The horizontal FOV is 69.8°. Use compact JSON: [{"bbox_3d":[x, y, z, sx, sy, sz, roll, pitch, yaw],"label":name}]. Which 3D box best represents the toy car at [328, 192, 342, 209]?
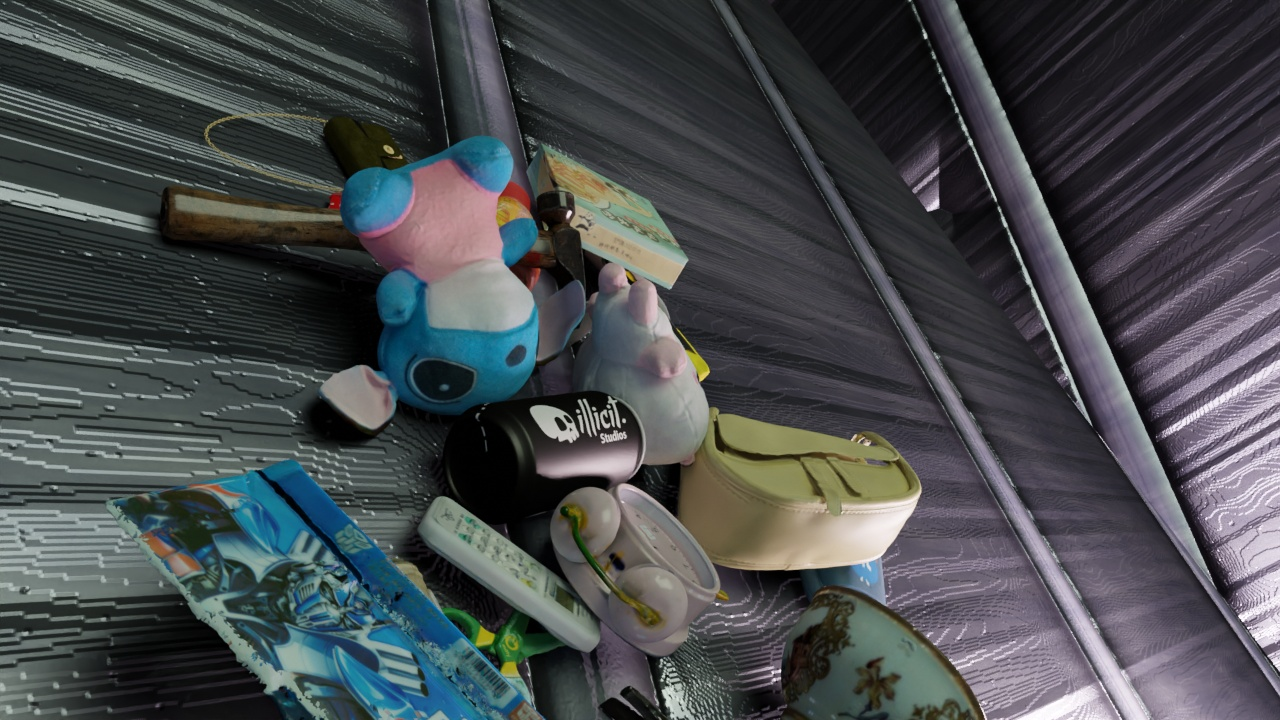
[{"bbox_3d":[-0.206,-0.105,0.735,0.089,0.025,0.038,29,33,-31],"label":"toy car"}]

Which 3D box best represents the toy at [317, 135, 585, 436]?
[{"bbox_3d":[-0.140,-0.047,0.636,0.223,0.099,0.191,-28,113,-40],"label":"toy"}]

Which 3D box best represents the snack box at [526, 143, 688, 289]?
[{"bbox_3d":[-0.040,-0.152,0.952,0.141,0.044,0.193,24,20,-23],"label":"snack box"}]

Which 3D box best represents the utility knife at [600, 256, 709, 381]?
[{"bbox_3d":[0.009,-0.049,0.909,0.174,0.020,0.028,52,29,15],"label":"utility knife"}]

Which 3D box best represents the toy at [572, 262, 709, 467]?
[{"bbox_3d":[-0.004,0.004,0.746,0.101,0.180,0.139,-24,40,-25],"label":"toy"}]

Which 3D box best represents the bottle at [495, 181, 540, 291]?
[{"bbox_3d":[-0.125,-0.112,0.835,0.071,0.049,0.134,32,31,-29],"label":"bottle"}]

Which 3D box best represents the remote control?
[{"bbox_3d":[-0.082,0.136,0.577,0.133,0.022,0.050,38,8,-9],"label":"remote control"}]

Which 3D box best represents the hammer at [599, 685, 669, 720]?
[{"bbox_3d":[-0.070,0.249,0.460,0.332,0.033,0.133,11,46,-48],"label":"hammer"}]

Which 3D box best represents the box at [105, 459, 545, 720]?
[{"bbox_3d":[-0.116,0.156,0.379,0.243,0.114,0.113,41,26,12],"label":"box"}]

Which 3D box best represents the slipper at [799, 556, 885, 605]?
[{"bbox_3d":[0.199,0.188,0.891,0.103,0.059,0.213,36,28,-25],"label":"slipper"}]

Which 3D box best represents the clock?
[{"bbox_3d":[-0.006,0.137,0.618,0.117,0.059,0.158,48,8,22],"label":"clock"}]

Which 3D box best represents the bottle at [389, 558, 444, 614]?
[{"bbox_3d":[-0.115,0.156,0.487,0.042,0.043,0.110,8,34,-50],"label":"bottle"}]

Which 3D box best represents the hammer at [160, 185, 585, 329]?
[{"bbox_3d":[-0.178,-0.085,0.689,0.329,0.033,0.120,0,78,-41],"label":"hammer"}]

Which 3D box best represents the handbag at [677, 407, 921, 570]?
[{"bbox_3d":[0.145,0.105,0.823,0.232,0.089,0.190,11,31,-18],"label":"handbag"}]

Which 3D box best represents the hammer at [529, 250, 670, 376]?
[{"bbox_3d":[-0.057,-0.035,0.853,0.125,0.030,0.310,47,28,1],"label":"hammer"}]

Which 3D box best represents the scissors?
[{"bbox_3d":[-0.076,0.181,0.556,0.130,0.012,0.112,13,39,-49],"label":"scissors"}]

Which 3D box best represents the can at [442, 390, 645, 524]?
[{"bbox_3d":[-0.065,0.065,0.652,0.145,0.080,0.080,-5,57,-57],"label":"can"}]

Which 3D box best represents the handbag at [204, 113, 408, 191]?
[{"bbox_3d":[-0.264,-0.170,0.740,0.177,0.028,0.084,-8,60,-56],"label":"handbag"}]

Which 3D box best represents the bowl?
[{"bbox_3d":[0.162,0.259,0.681,0.093,0.160,0.160,-38,85,-22],"label":"bowl"}]
